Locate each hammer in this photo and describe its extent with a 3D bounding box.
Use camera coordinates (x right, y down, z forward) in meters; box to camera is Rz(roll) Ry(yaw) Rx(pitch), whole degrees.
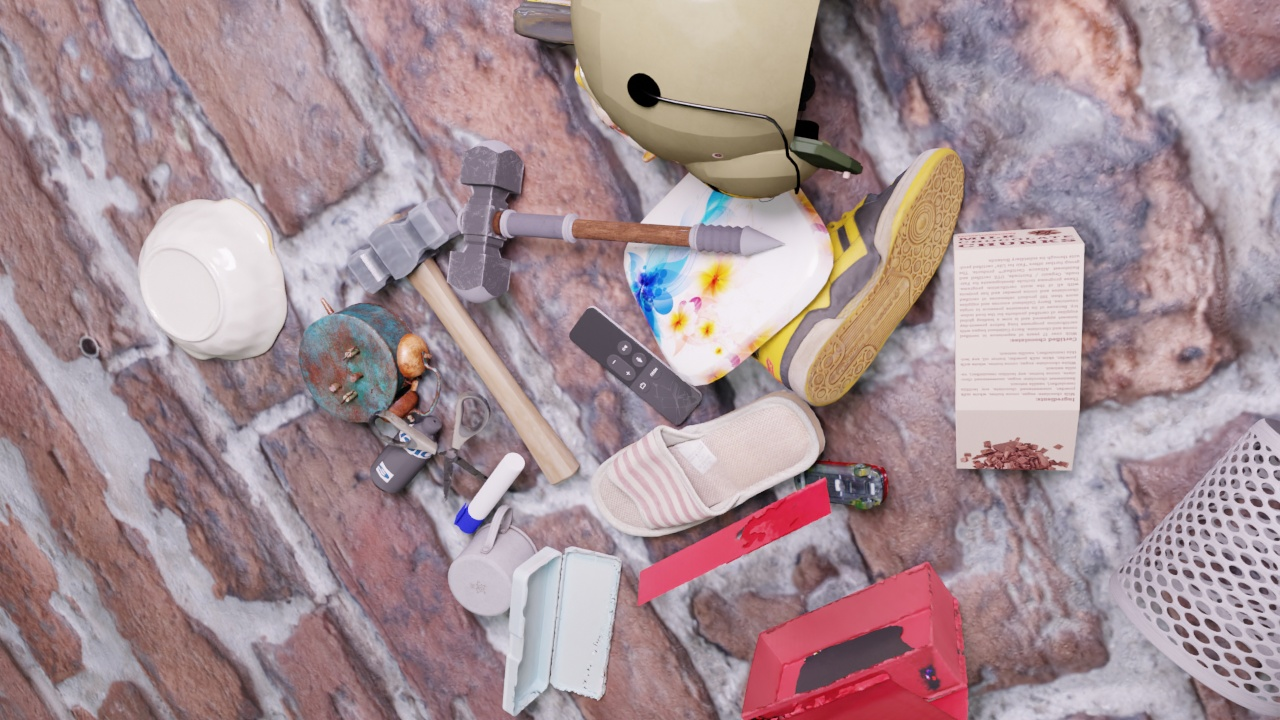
[{"bbox_3d":[-0.168,-0.009,0.953,0.117,0.051,0.323,-29,100,25],"label":"hammer"},{"bbox_3d":[-0.028,-0.115,0.814,0.323,0.043,0.156,8,92,27],"label":"hammer"}]

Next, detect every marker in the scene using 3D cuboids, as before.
[{"bbox_3d":[-0.166,0.146,1.002,0.027,0.023,0.133,26,130,-16],"label":"marker"}]

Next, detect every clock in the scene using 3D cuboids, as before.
[{"bbox_3d":[-0.288,0.009,0.983,0.158,0.073,0.121,24,115,8],"label":"clock"}]

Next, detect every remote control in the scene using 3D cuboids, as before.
[{"bbox_3d":[-0.005,0.005,0.923,0.146,0.008,0.045,39,116,2],"label":"remote control"}]

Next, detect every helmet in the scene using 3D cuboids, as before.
[{"bbox_3d":[0.064,-0.250,0.659,0.233,0.255,0.251,13,110,10],"label":"helmet"}]

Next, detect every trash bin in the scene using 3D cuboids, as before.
[{"bbox_3d":[0.503,0.158,0.731,0.156,0.156,0.184,30,113,6],"label":"trash bin"}]

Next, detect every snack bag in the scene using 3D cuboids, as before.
[{"bbox_3d":[0.317,-0.002,0.779,0.094,0.069,0.206,-1,109,19],"label":"snack bag"}]

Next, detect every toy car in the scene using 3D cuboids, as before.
[{"bbox_3d":[0.191,0.116,0.880,0.091,0.036,0.042,-1,101,31],"label":"toy car"}]

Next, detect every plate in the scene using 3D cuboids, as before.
[{"bbox_3d":[0.065,-0.090,0.800,0.187,0.016,0.186,-43,55,26],"label":"plate"}]

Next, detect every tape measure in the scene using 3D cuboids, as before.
[{"bbox_3d":[-0.073,-0.296,0.807,0.065,0.064,0.037,8,119,6],"label":"tape measure"}]

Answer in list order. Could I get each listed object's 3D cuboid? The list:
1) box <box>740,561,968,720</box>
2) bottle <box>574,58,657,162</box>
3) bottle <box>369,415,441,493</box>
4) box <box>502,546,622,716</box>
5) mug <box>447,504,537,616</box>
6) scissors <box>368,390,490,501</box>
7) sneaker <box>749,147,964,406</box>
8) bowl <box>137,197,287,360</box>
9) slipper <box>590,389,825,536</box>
[{"bbox_3d":[0.157,0.307,0.780,0.212,0.377,0.124,-32,80,26],"label":"box"},{"bbox_3d":[-0.010,-0.230,0.810,0.063,0.063,0.109,-28,99,25],"label":"bottle"},{"bbox_3d":[-0.258,0.103,1.022,0.047,0.046,0.113,44,116,-1],"label":"bottle"},{"bbox_3d":[-0.090,0.305,1.026,0.122,0.078,0.198,5,113,-4],"label":"box"},{"bbox_3d":[-0.163,0.220,1.019,0.084,0.070,0.113,11,114,14],"label":"mug"},{"bbox_3d":[-0.212,0.090,0.976,0.157,0.012,0.171,19,126,-13],"label":"scissors"},{"bbox_3d":[0.172,-0.085,0.793,0.122,0.086,0.238,32,88,44],"label":"sneaker"},{"bbox_3d":[-0.493,-0.081,1.026,0.188,0.060,0.220,40,115,1],"label":"bowl"},{"bbox_3d":[0.055,0.107,0.907,0.264,0.052,0.115,-26,96,30],"label":"slipper"}]
